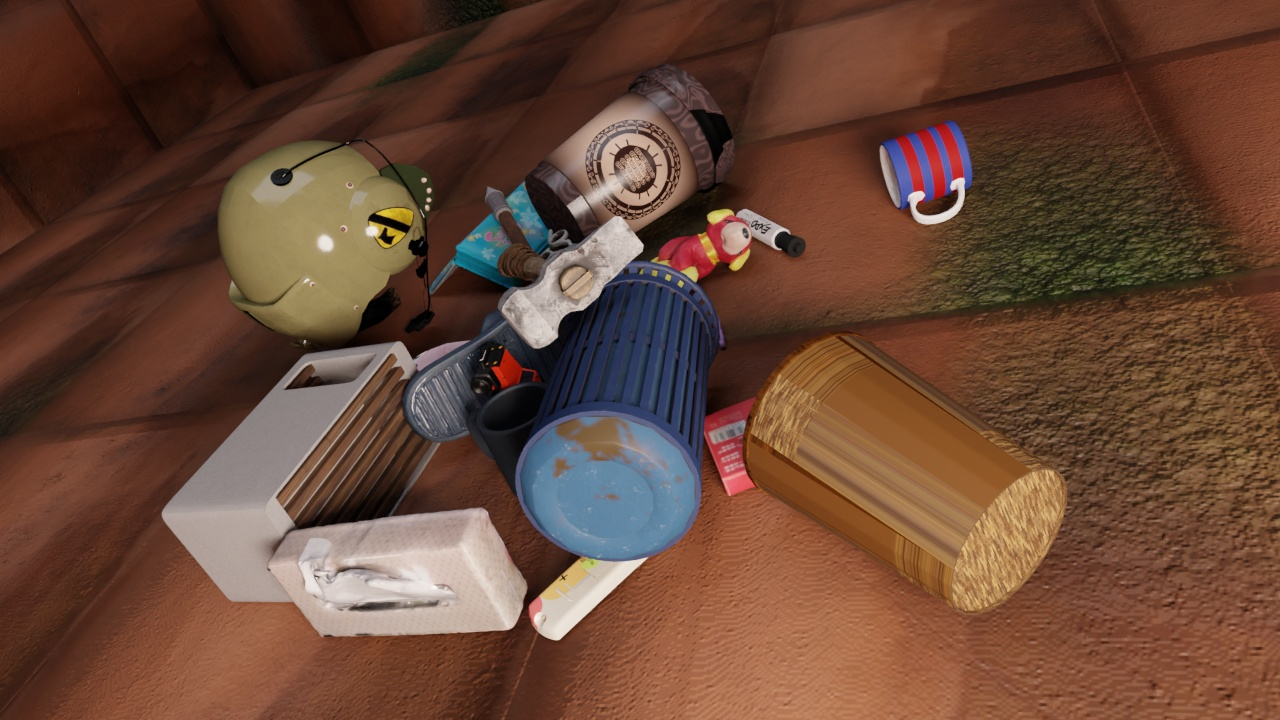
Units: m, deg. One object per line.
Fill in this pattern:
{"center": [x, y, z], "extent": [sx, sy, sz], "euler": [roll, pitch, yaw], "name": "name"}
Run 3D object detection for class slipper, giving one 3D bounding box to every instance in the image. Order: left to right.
{"center": [-0.125, -0.008, 0.931], "extent": [0.263, 0.101, 0.083], "euler": [-35, 17, -21], "name": "slipper"}

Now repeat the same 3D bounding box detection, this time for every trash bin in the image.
{"center": [-0.294, 0.097, 0.843], "extent": [0.115, 0.114, 0.228], "euler": [-6, 34, 24], "name": "trash bin"}
{"center": [-0.011, 0.034, 0.719], "extent": [0.139, 0.139, 0.249], "euler": [-13, 27, 14], "name": "trash bin"}

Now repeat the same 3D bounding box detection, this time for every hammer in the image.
{"center": [-0.141, -0.135, 1.108], "extent": [0.156, 0.043, 0.322], "euler": [-26, 45, -7], "name": "hammer"}
{"center": [-0.093, -0.086, 0.855], "extent": [0.121, 0.049, 0.319], "euler": [-42, 18, -7], "name": "hammer"}

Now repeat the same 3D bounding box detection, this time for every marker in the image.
{"center": [0.146, -0.142, 1.029], "extent": [0.025, 0.025, 0.126], "euler": [-28, 32, -11], "name": "marker"}

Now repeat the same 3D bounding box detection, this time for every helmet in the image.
{"center": [-0.370, -0.128, 1.080], "extent": [0.251, 0.256, 0.232], "euler": [12, 41, 44], "name": "helmet"}

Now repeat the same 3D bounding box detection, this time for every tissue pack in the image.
{"center": [-0.188, 0.166, 0.687], "extent": [0.182, 0.104, 0.071], "euler": [-6, 37, 22], "name": "tissue pack"}

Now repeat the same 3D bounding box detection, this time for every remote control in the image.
{"center": [-0.030, 0.157, 0.685], "extent": [0.125, 0.018, 0.038], "euler": [-39, 35, -23], "name": "remote control"}

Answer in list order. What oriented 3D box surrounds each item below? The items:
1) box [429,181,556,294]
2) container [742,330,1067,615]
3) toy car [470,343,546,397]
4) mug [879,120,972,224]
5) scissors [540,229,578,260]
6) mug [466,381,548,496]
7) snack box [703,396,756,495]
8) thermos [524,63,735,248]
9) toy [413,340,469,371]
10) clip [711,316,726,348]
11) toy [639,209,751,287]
{"center": [-0.181, -0.181, 1.244], "extent": [0.173, 0.083, 0.226], "euler": [0, 38, 31], "name": "box"}
{"center": [0.170, 0.073, 0.594], "extent": [0.132, 0.132, 0.167], "euler": [-33, 39, -18], "name": "container"}
{"center": [-0.114, 0.030, 0.851], "extent": [0.049, 0.100, 0.051], "euler": [-18, 33, 18], "name": "toy car"}
{"center": [0.309, -0.194, 0.975], "extent": [0.076, 0.075, 0.111], "euler": [-17, 58, 8], "name": "mug"}
{"center": [-0.068, -0.129, 1.008], "extent": [0.172, 0.014, 0.090], "euler": [-7, 44, 44], "name": "scissors"}
{"center": [-0.109, 0.069, 0.809], "extent": [0.105, 0.077, 0.071], "euler": [3, 39, 35], "name": "mug"}
{"center": [0.120, 0.054, 0.746], "extent": [0.133, 0.021, 0.089], "euler": [-21, 31, 1], "name": "snack box"}
{"center": [-0.018, -0.242, 1.159], "extent": [0.226, 0.173, 0.173], "euler": [-38, 35, -15], "name": "thermos"}
{"center": [-0.228, 0.019, 0.987], "extent": [0.096, 0.053, 0.098], "euler": [-19, 26, 29], "name": "toy"}
{"center": [0.075, -0.027, 0.908], "extent": [0.037, 0.013, 0.053], "euler": [-8, 36, 22], "name": "clip"}
{"center": [0.059, -0.113, 1.013], "extent": [0.137, 0.067, 0.105], "euler": [-31, 28, 8], "name": "toy"}
